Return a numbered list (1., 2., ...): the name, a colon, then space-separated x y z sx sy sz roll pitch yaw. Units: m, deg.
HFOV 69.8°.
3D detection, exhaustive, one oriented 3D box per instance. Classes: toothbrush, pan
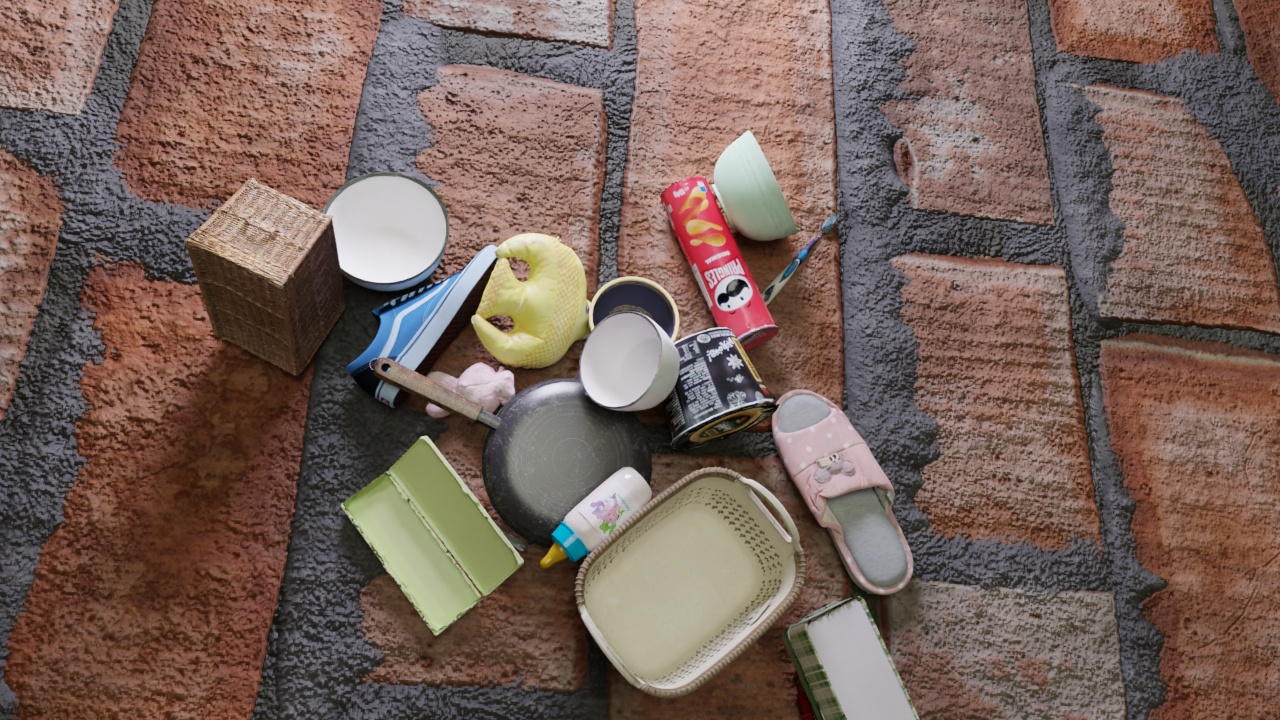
1. toothbrush: 0.214 -0.136 1.248 0.016 0.017 0.188 40 69 6
2. pan: -0.149 0.081 1.055 0.357 0.040 0.207 27 73 -8

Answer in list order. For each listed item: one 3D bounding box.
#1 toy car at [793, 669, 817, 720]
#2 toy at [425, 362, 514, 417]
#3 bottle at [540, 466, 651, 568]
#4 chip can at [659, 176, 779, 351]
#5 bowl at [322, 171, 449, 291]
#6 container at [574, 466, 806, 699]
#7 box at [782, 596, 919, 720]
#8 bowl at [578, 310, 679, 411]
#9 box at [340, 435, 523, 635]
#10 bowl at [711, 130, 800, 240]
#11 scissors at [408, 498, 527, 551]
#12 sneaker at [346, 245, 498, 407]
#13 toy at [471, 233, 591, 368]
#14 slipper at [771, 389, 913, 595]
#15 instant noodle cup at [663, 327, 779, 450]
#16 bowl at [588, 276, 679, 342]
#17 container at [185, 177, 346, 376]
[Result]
1. toy car: 0.200 0.390 1.042 0.042 0.036 0.091 1 69 -39
2. toy: -0.205 0.037 1.106 0.110 0.047 0.063 -4 68 0
3. bottle: -0.053 0.178 1.009 0.146 0.051 0.051 -39 80 -18
4. chip can: 0.100 -0.127 1.199 0.073 0.073 0.233 -19 73 -15
5. bowl: -0.314 -0.151 1.141 0.153 0.073 0.153 3 70 -9
6. container: 0.048 0.246 1.017 0.245 0.143 0.184 -35 79 -18
7. box: 0.243 0.378 1.028 0.117 0.050 0.205 -13 71 -40
8. bowl: -0.006 0.006 1.055 0.117 0.065 0.116 -11 70 32
9. box: -0.234 0.196 1.037 0.141 0.044 0.187 -42 81 6
10. bowl: 0.143 -0.218 1.209 0.077 0.151 0.151 -26 75 8
11. scissors: -0.212 0.183 1.069 0.094 0.014 0.170 -35 77 -17
12. sneaker: -0.266 -0.064 1.114 0.098 0.083 0.240 34 71 4
13. toy: -0.123 -0.070 1.132 0.154 0.065 0.170 19 86 -28
14. slipper: 0.251 0.156 1.128 0.114 0.054 0.274 -23 76 -16
15. instant noodle cup: 0.083 0.030 1.103 0.137 0.137 0.112 -17 73 -14
16. bowl: -0.012 -0.042 1.155 0.112 0.061 0.112 3 70 -8
17. container: -0.414 -0.092 1.038 0.114 0.199 0.112 25 57 2
